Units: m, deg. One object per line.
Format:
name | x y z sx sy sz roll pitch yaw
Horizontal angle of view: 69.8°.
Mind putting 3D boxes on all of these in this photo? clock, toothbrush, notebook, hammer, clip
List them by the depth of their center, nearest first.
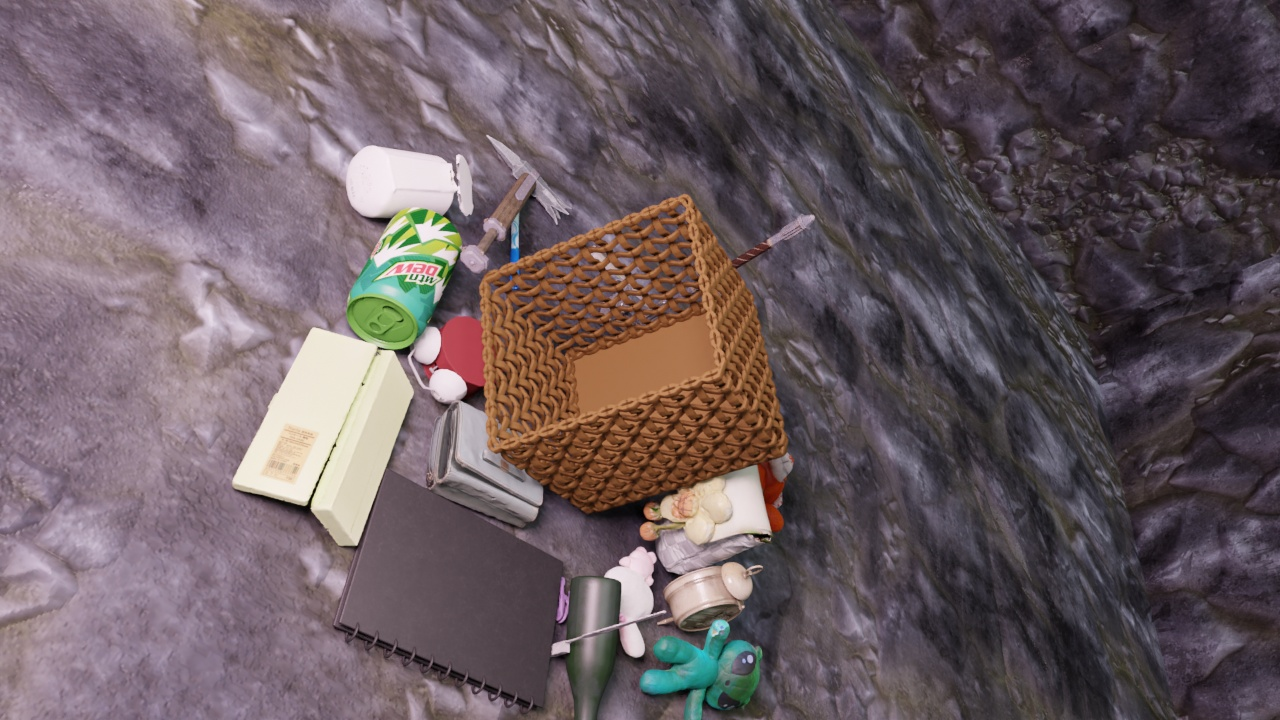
notebook | -0.175 0.227 0.891 0.231 0.019 0.168 36 41 -30
toothbrush | -0.036 0.267 0.891 0.010 0.182 0.010 21 54 -35
clip | -0.085 0.254 0.989 0.045 0.014 0.050 59 33 -3
clock | -0.200 0.000 0.995 0.124 0.044 0.087 -23 84 -54
clock | 0.090 0.277 1.078 0.092 0.141 0.054 20 42 -42
hammer | -0.167 -0.180 1.112 0.147 0.028 0.316 47 23 -17
hammer | 0.091 -0.105 1.183 0.098 0.323 0.044 37 42 -29
toothbrush | -0.008 -0.098 1.321 0.185 0.022 0.024 43 42 -25

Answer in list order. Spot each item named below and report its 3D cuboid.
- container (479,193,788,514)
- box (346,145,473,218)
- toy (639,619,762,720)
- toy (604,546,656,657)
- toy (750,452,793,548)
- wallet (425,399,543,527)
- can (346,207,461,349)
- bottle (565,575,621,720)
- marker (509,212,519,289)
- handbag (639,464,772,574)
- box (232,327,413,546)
container | -0.006 0.006 0.996 0.214 0.252 0.219 46 30 -53
box | -0.246 -0.198 1.039 0.159 0.092 0.081 -8 81 -55
toy | 0.078 0.361 1.070 0.193 0.072 0.130 23 88 -36
toy | -0.015 0.269 1.040 0.076 0.037 0.125 37 48 -22
toy | 0.147 0.154 1.224 0.172 0.093 0.163 -18 89 -59
wallet | -0.159 0.110 0.969 0.131 0.054 0.100 34 44 -39
can | -0.247 -0.087 0.964 0.083 0.083 0.143 40 40 -26
bottle | -0.052 0.314 0.949 0.055 0.055 0.174 24 61 -40
marker | -0.161 -0.152 1.176 0.013 0.013 0.141 25 48 -39
handbag | 0.066 0.186 1.086 0.123 0.172 0.112 11 56 -34
box | -0.278 0.063 0.849 0.133 0.061 0.187 37 42 -26
